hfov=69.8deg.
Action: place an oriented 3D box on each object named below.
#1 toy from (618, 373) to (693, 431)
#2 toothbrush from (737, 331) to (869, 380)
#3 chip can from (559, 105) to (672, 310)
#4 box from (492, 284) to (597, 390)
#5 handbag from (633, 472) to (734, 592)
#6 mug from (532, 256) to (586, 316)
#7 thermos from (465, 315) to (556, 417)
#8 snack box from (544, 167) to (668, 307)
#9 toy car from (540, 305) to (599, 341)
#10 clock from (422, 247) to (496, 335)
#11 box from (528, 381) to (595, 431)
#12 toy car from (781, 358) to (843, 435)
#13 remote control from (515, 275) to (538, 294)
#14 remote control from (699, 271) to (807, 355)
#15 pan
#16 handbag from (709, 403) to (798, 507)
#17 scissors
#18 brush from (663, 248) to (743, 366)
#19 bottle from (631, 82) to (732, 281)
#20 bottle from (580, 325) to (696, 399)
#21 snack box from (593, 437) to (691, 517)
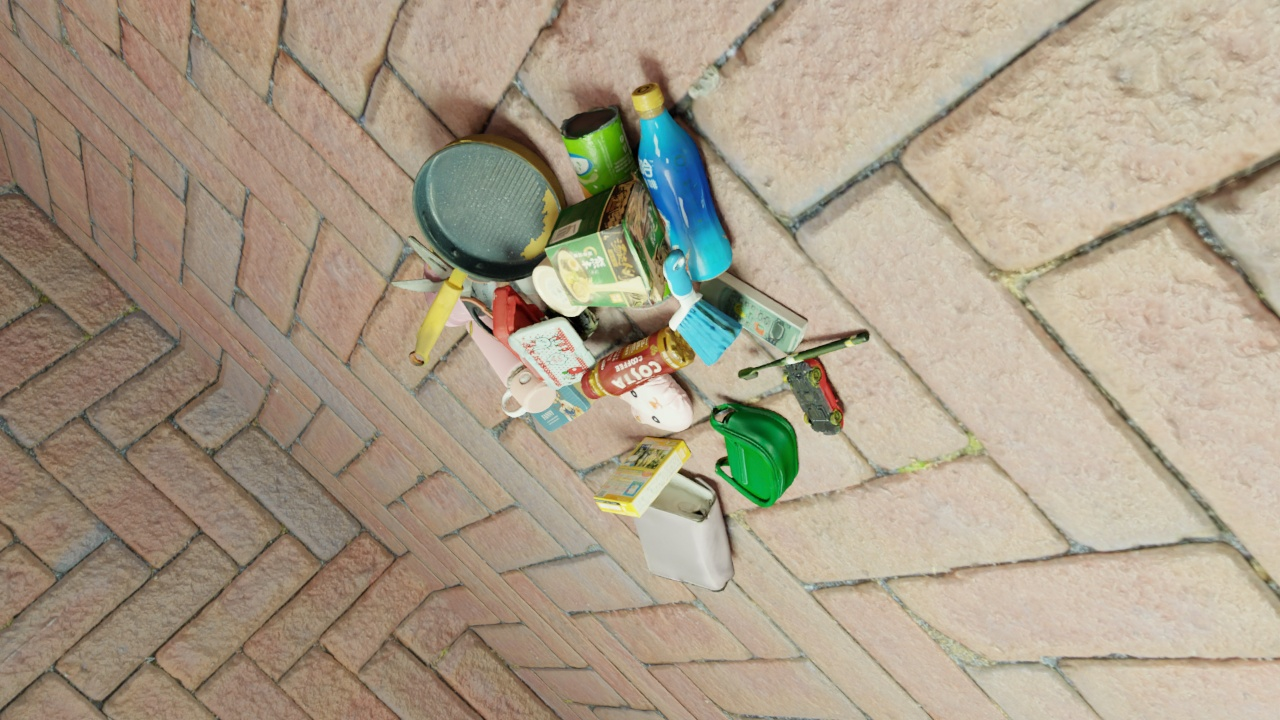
[{"bbox_3d":[0.013,0.056,1.318,0.121,0.054,0.160,50,156,-10],"label":"toy"},{"bbox_3d":[0.186,-0.003,1.059,0.017,0.012,0.186,30,147,-33],"label":"toothbrush"},{"bbox_3d":[-0.022,-0.172,1.057,0.072,0.072,0.236,14,138,38],"label":"chip can"},{"bbox_3d":[-0.119,-0.029,1.237,0.102,0.095,0.201,-6,160,10],"label":"box"},{"bbox_3d":[0.072,0.271,1.466,0.145,0.098,0.197,20,141,35],"label":"handbag"},{"bbox_3d":[-0.071,-0.126,1.134,0.082,0.105,0.115,32,148,17],"label":"mug"},{"bbox_3d":[-0.203,0.002,1.393,0.198,0.087,0.067,52,179,34],"label":"thermos"},{"bbox_3d":[-0.037,-0.122,0.987,0.106,0.118,0.117,-10,127,18],"label":"snack box"},{"bbox_3d":[-0.107,-0.058,1.315,0.070,0.042,0.158,45,160,-10],"label":"toy car"},{"bbox_3d":[-0.270,-0.125,1.351,0.060,0.117,0.158,-5,127,25],"label":"clock"},{"bbox_3d":[-0.128,0.051,1.459,0.090,0.061,0.185,46,147,-5],"label":"box"},{"bbox_3d":[0.209,0.043,1.096,0.049,0.031,0.106,-5,119,52],"label":"toy car"},{"bbox_3d":[-0.133,-0.121,1.293,0.136,0.020,0.056,1,129,48],"label":"remote control"},{"bbox_3d":[0.130,-0.059,1.074,0.135,0.019,0.056,34,148,14],"label":"remote control"},{"bbox_3d":[-0.230,-0.130,1.207,0.197,0.078,0.359,28,128,-8],"label":"pan"},{"bbox_3d":[0.148,0.127,1.233,0.120,0.067,0.131,21,142,33],"label":"handbag"},{"bbox_3d":[-0.238,-0.099,1.290,0.223,0.015,0.189,-4,127,8],"label":"scissors"},{"bbox_3d":[0.063,-0.055,1.000,0.109,0.060,0.314,41,176,1],"label":"brush"},{"bbox_3d":[0.041,-0.187,0.975,0.065,0.065,0.219,12,137,40],"label":"bottle"},{"bbox_3d":[-0.007,0.007,1.224,0.175,0.057,0.057,-25,110,37],"label":"bottle"},{"bbox_3d":[0.003,0.173,1.382,0.087,0.140,0.034,-1,130,48],"label":"snack box"}]
